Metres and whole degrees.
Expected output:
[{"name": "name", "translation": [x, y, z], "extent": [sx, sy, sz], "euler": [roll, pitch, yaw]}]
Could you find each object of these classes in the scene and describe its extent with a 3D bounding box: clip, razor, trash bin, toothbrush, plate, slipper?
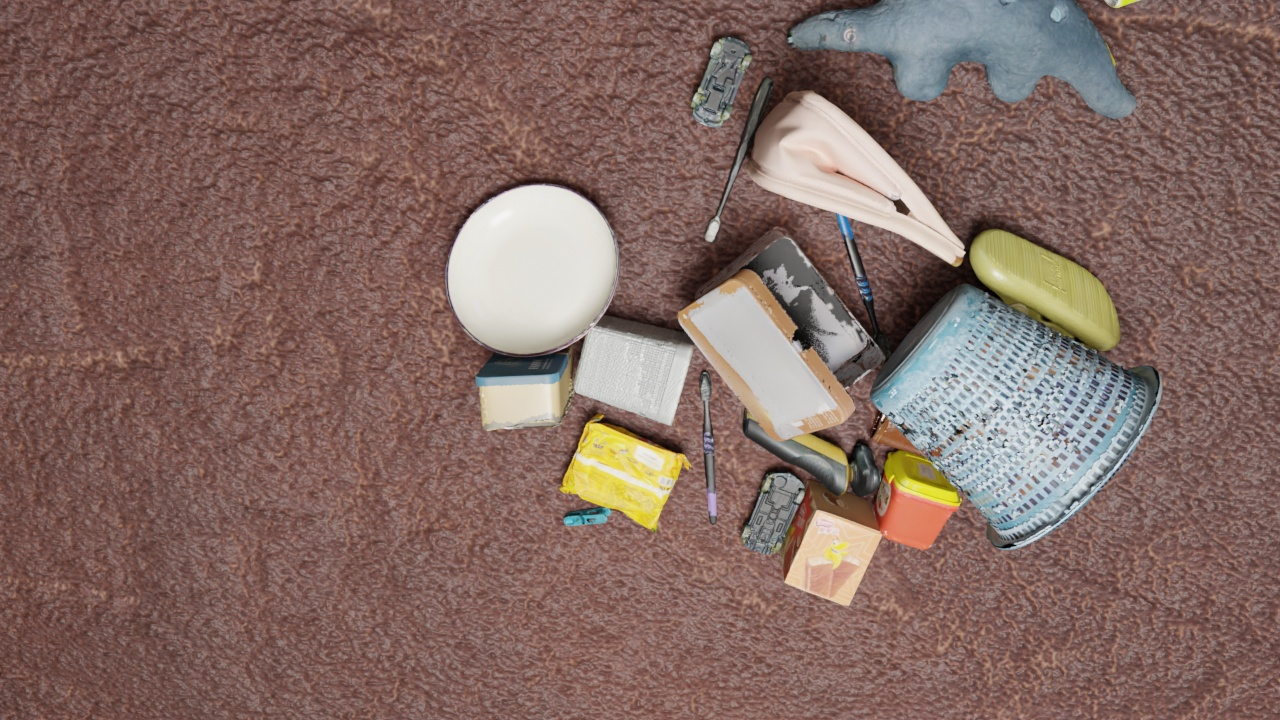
[{"name": "clip", "translation": [-0.063, 0.185, 1.085], "extent": [0.056, 0.040, 0.014], "euler": [-7, 102, 14]}, {"name": "razor", "translation": [0.190, 0.099, 1.032], "extent": [0.167, 0.062, 0.067], "euler": [27, 74, 3]}, {"name": "trash bin", "translation": [0.347, 0.037, 0.903], "extent": [0.195, 0.226, 0.227], "euler": [39, 104, 6]}, {"name": "toothbrush", "translation": [0.079, 0.104, 1.056], "extent": [0.014, 0.016, 0.189], "euler": [-3, 105, 5]}, {"name": "plate", "translation": [-0.113, -0.093, 0.983], "extent": [0.192, 0.039, 0.192], "euler": [-3, 77, 12]}, {"name": "slipper", "translation": [0.411, -0.067, 0.962], "extent": [0.190, 0.091, 0.082], "euler": [28, 144, -12]}, {"name": "toothbrush", "translation": [0.241, -0.088, 0.995], "extent": [0.014, 0.016, 0.189], "euler": [-19, 101, 3]}, {"name": "toothbrush", "translation": [0.104, -0.211, 0.975], "extent": [0.015, 0.018, 0.181], "euler": [21, 103, 2]}]

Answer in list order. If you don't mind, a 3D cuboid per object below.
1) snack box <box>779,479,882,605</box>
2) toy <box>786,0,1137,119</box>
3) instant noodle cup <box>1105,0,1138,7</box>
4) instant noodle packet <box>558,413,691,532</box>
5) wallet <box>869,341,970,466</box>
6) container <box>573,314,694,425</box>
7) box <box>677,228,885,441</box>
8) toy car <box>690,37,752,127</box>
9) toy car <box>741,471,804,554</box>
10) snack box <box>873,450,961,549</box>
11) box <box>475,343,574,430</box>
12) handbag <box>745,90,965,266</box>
[{"name": "snack box", "translation": [0.210, 0.202, 1.030], "extent": [0.077, 0.092, 0.094], "euler": [20, 105, -1]}, {"name": "toy", "translation": [0.327, -0.323, 0.899], "extent": [0.356, 0.091, 0.138], "euler": [10, 132, 3]}, {"name": "instant noodle cup", "translation": [0.494, -0.393, 0.857], "extent": [0.124, 0.111, 0.112], "euler": [-20, 102, 16]}, {"name": "instant noodle packet", "translation": [-0.016, 0.129, 1.055], "extent": [0.128, 0.044, 0.111], "euler": [24, 111, 2]}, {"name": "wallet", "translation": [0.320, 0.047, 1.014], "extent": [0.101, 0.032, 0.125], "euler": [15, 103, 0]}, {"name": "container", "translation": [-0.006, 0.006, 1.001], "extent": [0.114, 0.090, 0.090], "euler": [16, 104, 3]}, {"name": "box", "translation": [0.141, -0.021, 0.936], "extent": [0.153, 0.177, 0.182], "euler": [-39, 98, 11]}, {"name": "toy car", "translation": [0.083, -0.287, 0.948], "extent": [0.043, 0.034, 0.091], "euler": [21, 103, 2]}, {"name": "toy car", "translation": [0.153, 0.174, 1.059], "extent": [0.049, 0.031, 0.106], "euler": [20, 106, -2]}, {"name": "snack box", "translation": [0.303, 0.156, 1.015], "extent": [0.082, 0.091, 0.080], "euler": [16, 111, 1]}, {"name": "box", "translation": [-0.118, 0.024, 0.966], "extent": [0.090, 0.184, 0.061], "euler": [-3, 101, 0]}, {"name": "handbag", "translation": [0.219, -0.165, 0.892], "extent": [0.234, 0.193, 0.093], "euler": [30, 106, -8]}]
